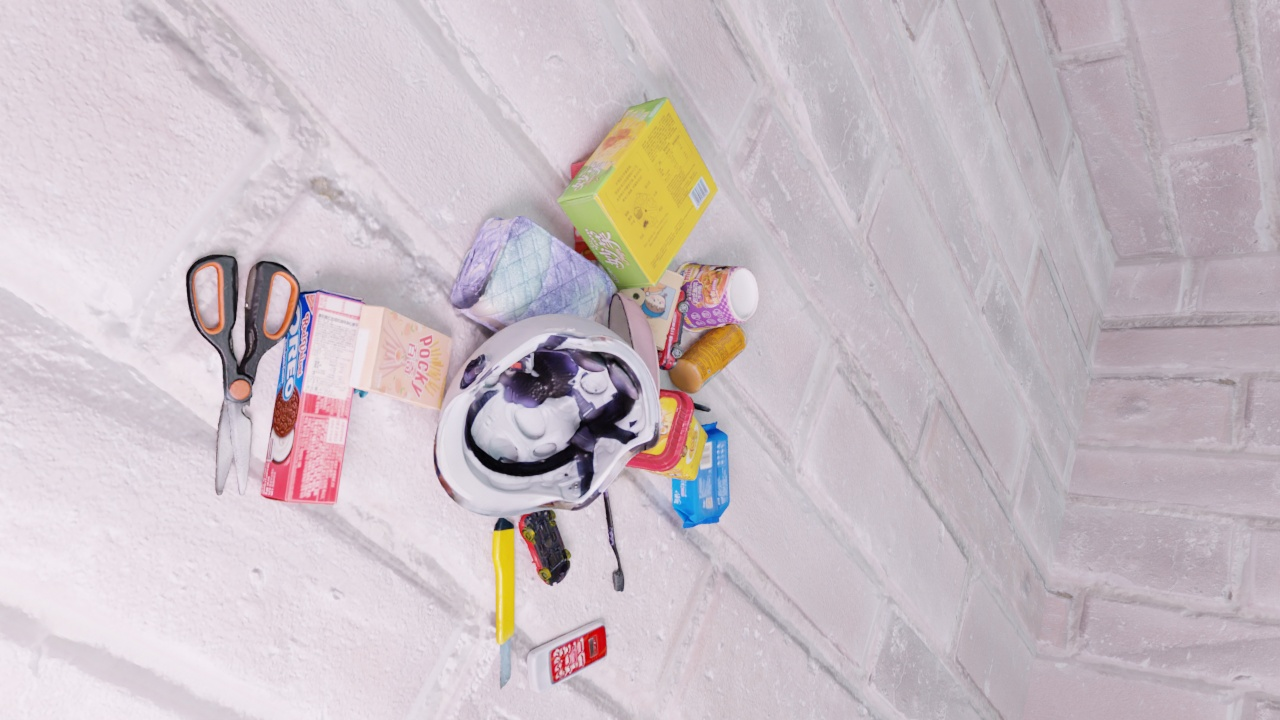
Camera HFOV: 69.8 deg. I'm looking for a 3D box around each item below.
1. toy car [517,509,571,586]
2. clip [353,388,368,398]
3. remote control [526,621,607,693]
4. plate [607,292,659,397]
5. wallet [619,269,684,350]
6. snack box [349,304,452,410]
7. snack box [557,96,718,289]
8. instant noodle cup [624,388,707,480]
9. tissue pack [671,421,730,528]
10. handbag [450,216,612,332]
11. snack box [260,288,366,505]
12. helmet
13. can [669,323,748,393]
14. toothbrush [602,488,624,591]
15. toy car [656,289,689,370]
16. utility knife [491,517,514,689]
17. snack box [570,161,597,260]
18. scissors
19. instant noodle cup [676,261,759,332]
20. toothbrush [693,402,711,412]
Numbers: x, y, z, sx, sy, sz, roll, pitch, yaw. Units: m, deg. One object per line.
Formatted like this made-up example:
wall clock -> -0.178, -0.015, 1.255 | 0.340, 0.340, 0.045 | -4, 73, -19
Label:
toy car -> -0.121, 0.234, 1.157 | 0.049, 0.031, 0.106 | -38, 117, -42
clip -> -0.290, 0.013, 0.975 | 0.040, 0.014, 0.056 | 40, 59, -41
remote control -> -0.093, 0.386, 1.198 | 0.135, 0.020, 0.056 | -8, 97, -49
plate -> -0.007, 0.007, 1.182 | 0.039, 0.192, 0.192 | -6, 95, -11
wallet -> 0.008, -0.081, 1.291 | 0.087, 0.024, 0.115 | 23, 73, -18
snack box -> -0.248, 0.000, 0.965 | 0.157, 0.026, 0.084 | 35, 61, -72
snack box -> 0.002, -0.219, 1.202 | 0.158, 0.070, 0.209 | 55, 52, -32
instant noodle cup -> 0.031, 0.110, 1.282 | 0.123, 0.116, 0.115 | 45, 57, -53
tissue pack -> 0.089, 0.174, 1.386 | 0.094, 0.052, 0.157 | -4, 93, -47
handbag -> -0.128, -0.081, 1.118 | 0.193, 0.076, 0.134 | 33, 70, -43
snack box -> -0.321, 0.036, 0.906 | 0.058, 0.057, 0.207 | 14, 80, -46
helmet -> -0.118, 0.049, 1.055 | 0.259, 0.145, 0.229 | -37, 123, 6
can -> 0.106, -0.007, 1.402 | 0.145, 0.058, 0.058 | -38, 118, -43
toothbrush -> -0.043, 0.232, 1.263 | 0.016, 0.014, 0.189 | -15, 102, -36
toy car -> 0.039, -0.045, 1.330 | 0.045, 0.053, 0.120 | 9, 75, -14
utility knife -> -0.167, 0.293, 1.113 | 0.033, 0.015, 0.206 | 4, 84, -50
snack box -> -0.039, -0.200, 1.244 | 0.113, 0.044, 0.127 | -6, 95, -49
scissors -> -0.391, 0.011, 0.859 | 0.162, 0.022, 0.233 | 35, 70, -36
instant noodle cup -> 0.117, -0.097, 1.385 | 0.111, 0.099, 0.111 | -3, 94, -49
toothbrush -> 0.051, 0.056, 1.371 | 0.181, 0.016, 0.018 | 21, 65, -47
